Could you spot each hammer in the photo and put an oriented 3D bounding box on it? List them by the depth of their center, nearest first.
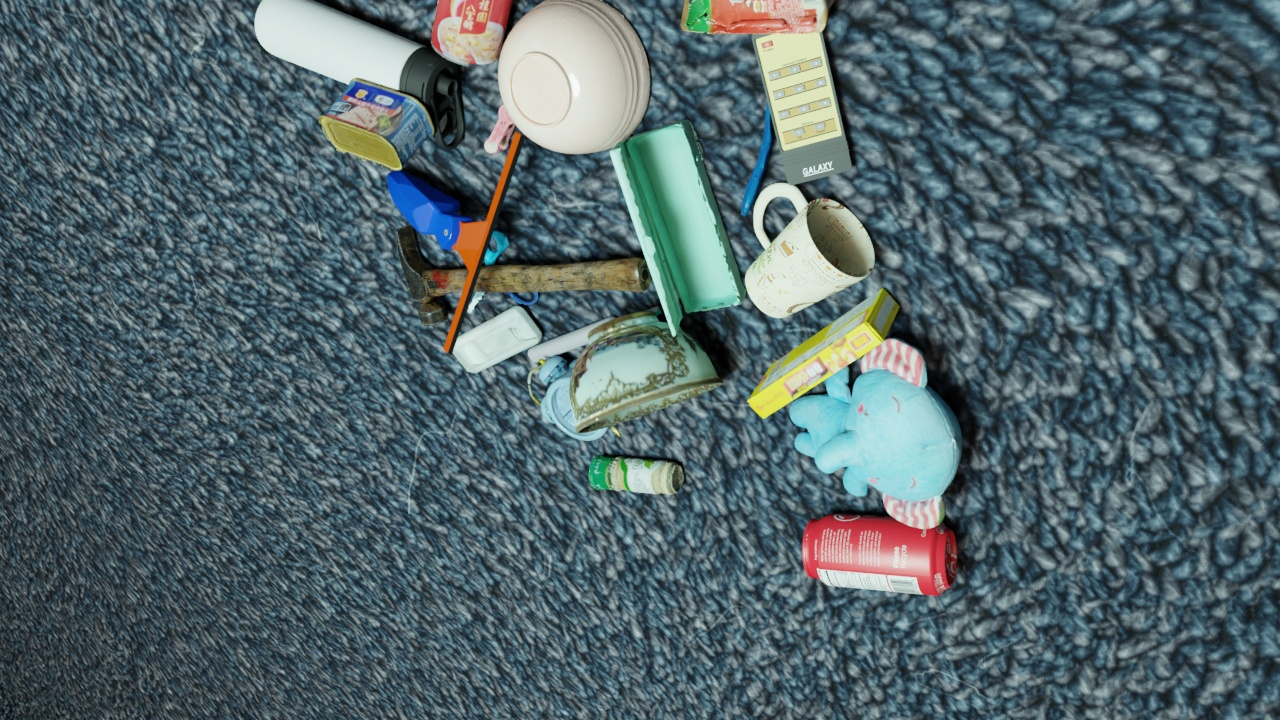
[{"bbox_3d":[-0.135,-0.096,0.992,0.331,0.032,0.120,1,118,34],"label":"hammer"}]

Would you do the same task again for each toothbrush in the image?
[{"bbox_3d":[0.111,-0.190,0.822,0.016,0.021,0.132,20,122,14],"label":"toothbrush"},{"bbox_3d":[-0.053,-0.030,1.012,0.188,0.018,0.019,-19,118,37],"label":"toothbrush"}]

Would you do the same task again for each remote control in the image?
[{"bbox_3d":[0.138,-0.220,0.781,0.058,0.013,0.133,-12,111,18],"label":"remote control"},{"bbox_3d":[-0.173,-0.021,1.081,0.134,0.022,0.050,-23,111,39],"label":"remote control"}]

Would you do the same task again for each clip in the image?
[{"bbox_3d":[-0.142,-0.235,0.934,0.023,0.043,0.060,36,143,2],"label":"clip"}]

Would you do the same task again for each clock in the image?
[{"bbox_3d":[-0.073,0.042,1.046,0.124,0.051,0.089,18,127,20],"label":"clock"}]

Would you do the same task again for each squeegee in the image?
[{"bbox_3d":[-0.224,-0.160,0.984,0.185,0.055,0.250,42,119,37],"label":"squeegee"}]

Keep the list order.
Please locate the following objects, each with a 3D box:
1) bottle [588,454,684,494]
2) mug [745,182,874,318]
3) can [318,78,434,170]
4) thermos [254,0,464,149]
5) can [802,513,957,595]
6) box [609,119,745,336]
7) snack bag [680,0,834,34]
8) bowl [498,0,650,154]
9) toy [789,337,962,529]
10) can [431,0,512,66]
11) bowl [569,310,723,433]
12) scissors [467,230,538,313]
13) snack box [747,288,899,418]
[{"bbox_3d":[-0.005,0.134,1.067,0.110,0.042,0.043,1,117,30],"label":"bottle"},{"bbox_3d":[0.138,-0.104,0.833,0.097,0.080,0.122,-38,74,47],"label":"mug"},{"bbox_3d":[-0.266,-0.236,0.921,0.100,0.058,0.054,22,153,19],"label":"can"},{"bbox_3d":[-0.291,-0.305,0.962,0.230,0.068,0.101,25,140,15],"label":"thermos"},{"bbox_3d":[0.244,0.197,0.938,0.143,0.074,0.074,-2,116,31],"label":"can"},{"bbox_3d":[0.025,-0.120,0.867,0.077,0.091,0.188,-6,114,34],"label":"box"},{"bbox_3d":[0.082,-0.312,0.751,0.155,0.044,0.087,13,104,25],"label":"snack bag"},{"bbox_3d":[-0.074,-0.258,0.853,0.153,0.075,0.153,14,123,23],"label":"bowl"},{"bbox_3d":[0.211,0.071,0.870,0.181,0.114,0.183,0,108,43],"label":"toy"},{"bbox_3d":[-0.151,-0.345,0.852,0.067,0.066,0.125,32,129,10],"label":"can"},{"bbox_3d":[-0.006,0.005,0.934,0.160,0.159,0.094,-24,81,38],"label":"bowl"},{"bbox_3d":[-0.168,-0.085,1.049,0.117,0.014,0.130,42,130,0],"label":"scissors"},{"bbox_3d":[0.170,-0.005,0.861,0.025,0.075,0.153,48,130,-5],"label":"snack box"}]
